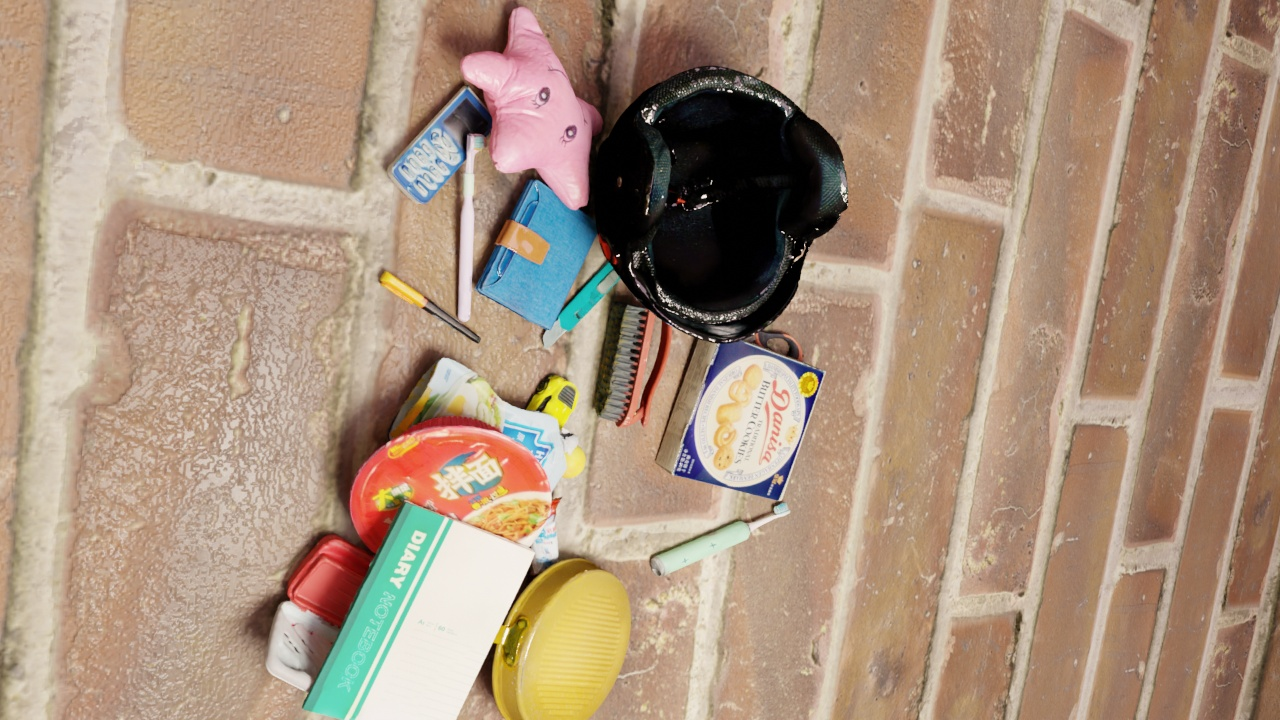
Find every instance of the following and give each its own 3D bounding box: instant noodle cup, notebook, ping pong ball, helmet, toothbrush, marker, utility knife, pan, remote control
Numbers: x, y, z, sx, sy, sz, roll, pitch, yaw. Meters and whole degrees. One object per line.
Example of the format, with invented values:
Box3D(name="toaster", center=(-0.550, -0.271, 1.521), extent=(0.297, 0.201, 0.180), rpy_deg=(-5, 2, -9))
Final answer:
Box3D(name="instant noodle cup", center=(-0.187, 0.125, 0.913), extent=(0.193, 0.065, 0.194), rpy_deg=(-5, 123, -9))
Box3D(name="notebook", center=(-0.208, 0.254, 0.882), extent=(0.150, 0.012, 0.209), rpy_deg=(29, 83, -29))
Box3D(name="ping pong ball", center=(-0.082, 0.112, 1.029), extent=(0.040, 0.040, 0.040), rpy_deg=(-7, 103, -33))
Box3D(name="helmet", center=(0.065, -0.161, 0.959), extent=(0.233, 0.230, 0.275), rpy_deg=(-5, 102, -19))
Box3D(name="toothbrush", center=(-0.171, -0.130, 0.920), extent=(0.029, 0.021, 0.189), rpy_deg=(-41, 140, -67))
Box3D(name="marker", center=(-0.210, -0.051, 0.924), extent=(0.124, 0.018, 0.015), rpy_deg=(37, 78, -34))
Box3D(name="utility knife", center=(-0.048, -0.079, 1.030), extent=(0.179, 0.013, 0.029), rpy_deg=(-48, 119, -17))
Box3D(name="pan", center=(-0.139, 0.295, 0.983), extent=(0.357, 0.078, 0.197), rpy_deg=(33, 72, -52))
Box3D(name="toothbrush", center=(0.110, 0.230, 1.190), extent=(0.224, 0.027, 0.027), rpy_deg=(-16, 86, -31))
Box3D(name="remote control", center=(-0.193, -0.211, 0.899), extent=(0.124, 0.024, 0.049), rpy_deg=(-53, 123, -19))

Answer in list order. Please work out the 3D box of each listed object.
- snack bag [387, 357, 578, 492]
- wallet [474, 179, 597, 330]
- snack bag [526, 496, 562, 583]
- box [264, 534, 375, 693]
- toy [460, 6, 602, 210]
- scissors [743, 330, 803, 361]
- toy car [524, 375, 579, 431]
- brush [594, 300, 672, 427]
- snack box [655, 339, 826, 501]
Box3D(name="snack bag", center=(-0.157, 0.083, 0.958), extent=(0.191, 0.039, 0.110), rpy_deg=(34, 87, -28))
Box3D(name="wallet", center=(-0.107, -0.111, 0.971), extent=(0.106, 0.040, 0.133), rpy_deg=(31, 81, -39))
Box3D(name="snack bag", center=(-0.109, 0.203, 1.038), extent=(0.048, 0.026, 0.104), rpy_deg=(-5, 103, -24))
Box3D(name="box", center=(-0.270, 0.279, 0.919), extent=(0.201, 0.074, 0.154), rpy_deg=(43, 53, -33))
Box3D(name="toy", center=(-0.102, -0.234, 0.913), extent=(0.194, 0.075, 0.178), rpy_deg=(54, 44, -33))
Box3D(name="scissors", center=(0.145, -0.036, 1.168), extent=(0.191, 0.015, 0.207), rpy_deg=(-16, 108, -29))
Box3D(name="toy car", center=(-0.105, 0.067, 1.010), extent=(0.048, 0.032, 0.105), rpy_deg=(39, 79, -33))
Box3D(name="brush", center=(-0.006, 0.006, 1.045), extent=(0.069, 0.063, 0.146), rpy_deg=(9, 96, -22))
Box3D(name="snack box", center=(0.128, 0.070, 1.147), extent=(0.182, 0.046, 0.178), rpy_deg=(17, 93, -31))
